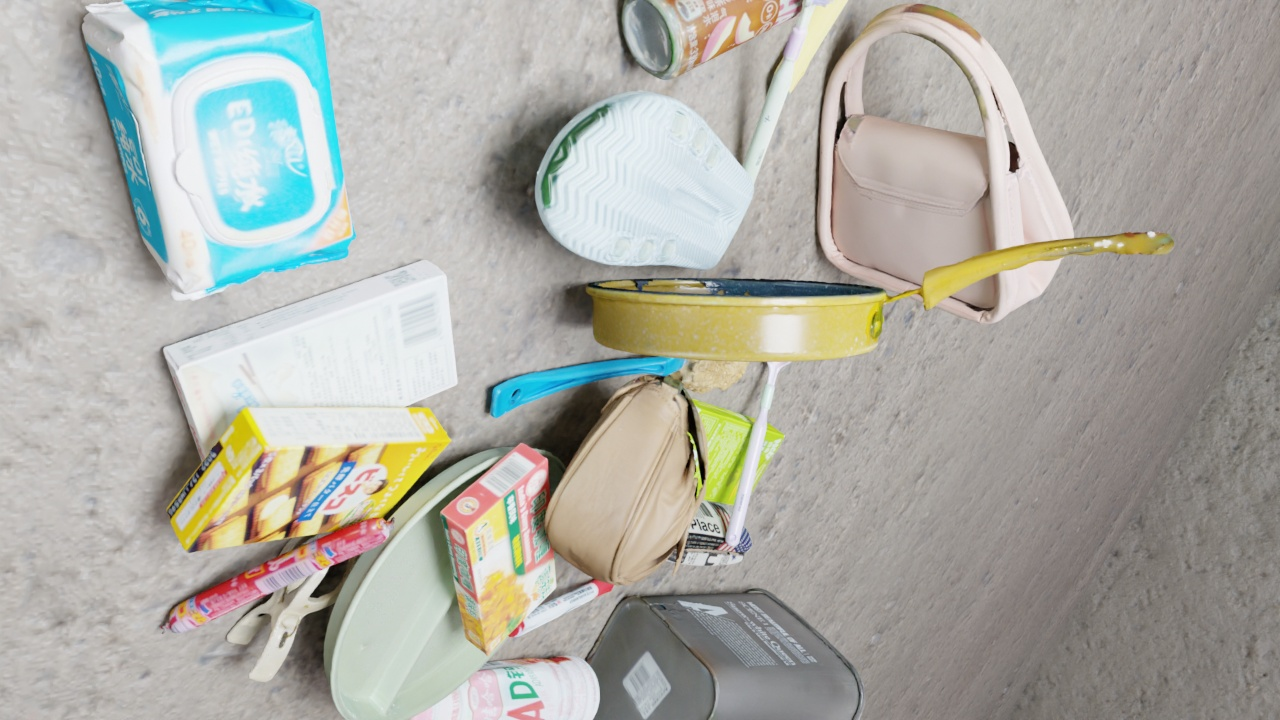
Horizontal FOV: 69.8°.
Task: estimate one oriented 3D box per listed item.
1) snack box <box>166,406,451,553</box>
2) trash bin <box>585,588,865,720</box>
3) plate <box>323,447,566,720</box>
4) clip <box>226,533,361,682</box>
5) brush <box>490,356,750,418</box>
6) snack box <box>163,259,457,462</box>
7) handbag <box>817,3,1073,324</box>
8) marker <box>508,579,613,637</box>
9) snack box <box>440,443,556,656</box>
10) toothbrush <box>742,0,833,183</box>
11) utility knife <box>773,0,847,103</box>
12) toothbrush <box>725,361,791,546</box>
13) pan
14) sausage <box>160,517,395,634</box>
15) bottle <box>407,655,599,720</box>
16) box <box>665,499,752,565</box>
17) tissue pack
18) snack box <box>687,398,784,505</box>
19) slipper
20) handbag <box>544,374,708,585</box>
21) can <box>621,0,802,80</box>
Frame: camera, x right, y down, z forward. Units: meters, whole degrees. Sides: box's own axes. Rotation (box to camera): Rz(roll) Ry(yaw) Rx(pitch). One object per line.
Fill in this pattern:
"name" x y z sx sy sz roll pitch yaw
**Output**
"snack box" -0.187 0.065 0.532 0.087 0.033 0.140 -46 159 19
"trash bin" 0.069 0.339 0.922 0.219 0.199 0.199 23 99 -44
"plate" -0.134 0.160 0.666 0.229 0.027 0.231 -41 147 -34
"clip" -0.230 0.149 0.599 0.103 0.076 0.034 -46 143 6
"brush" -0.004 0.004 0.712 0.254 0.046 0.083 -13 131 -35
"snack box" -0.182 0.004 0.533 0.156 0.027 0.085 -24 134 -31
"handbag" 0.221 -0.157 0.709 0.093 0.193 0.234 -39 130 -21
"marker" -0.067 0.209 0.786 0.145 0.017 0.017 -6 123 -60
"snack box" -0.096 0.136 0.645 0.076 0.027 0.156 -41 148 -36
"toothbrush" 0.095 -0.180 0.636 0.029 0.020 0.190 -27 156 -27
"utility knife" 0.144 -0.265 0.671 0.177 0.019 0.031 -54 146 7
"toothbrush" 0.106 0.078 0.839 0.021 0.029 0.189 71 33 -87
"pan" 0.139 -0.046 0.591 0.197 0.358 0.078 -24 116 -70
"sausage" -0.221 0.130 0.559 0.156 0.020 0.020 -24 137 -3
"bottle" -0.123 0.290 0.780 0.196 0.068 0.068 16 106 -47
"box" 0.052 0.151 0.852 0.163 0.075 0.076 22 96 -49
"tissue pack" -0.186 -0.099 0.421 0.089 0.063 0.140 -23 132 -33
"snack box" 0.069 0.088 0.853 0.156 0.026 0.086 19 104 -50
"slipper" 0.006 -0.115 0.604 0.245 0.074 0.104 2 116 -64
"handbag" 0.001 0.098 0.691 0.147 0.100 0.204 -62 170 -10
"can" 0.060 -0.231 0.578 0.147 0.058 0.058 -34 138 -24
